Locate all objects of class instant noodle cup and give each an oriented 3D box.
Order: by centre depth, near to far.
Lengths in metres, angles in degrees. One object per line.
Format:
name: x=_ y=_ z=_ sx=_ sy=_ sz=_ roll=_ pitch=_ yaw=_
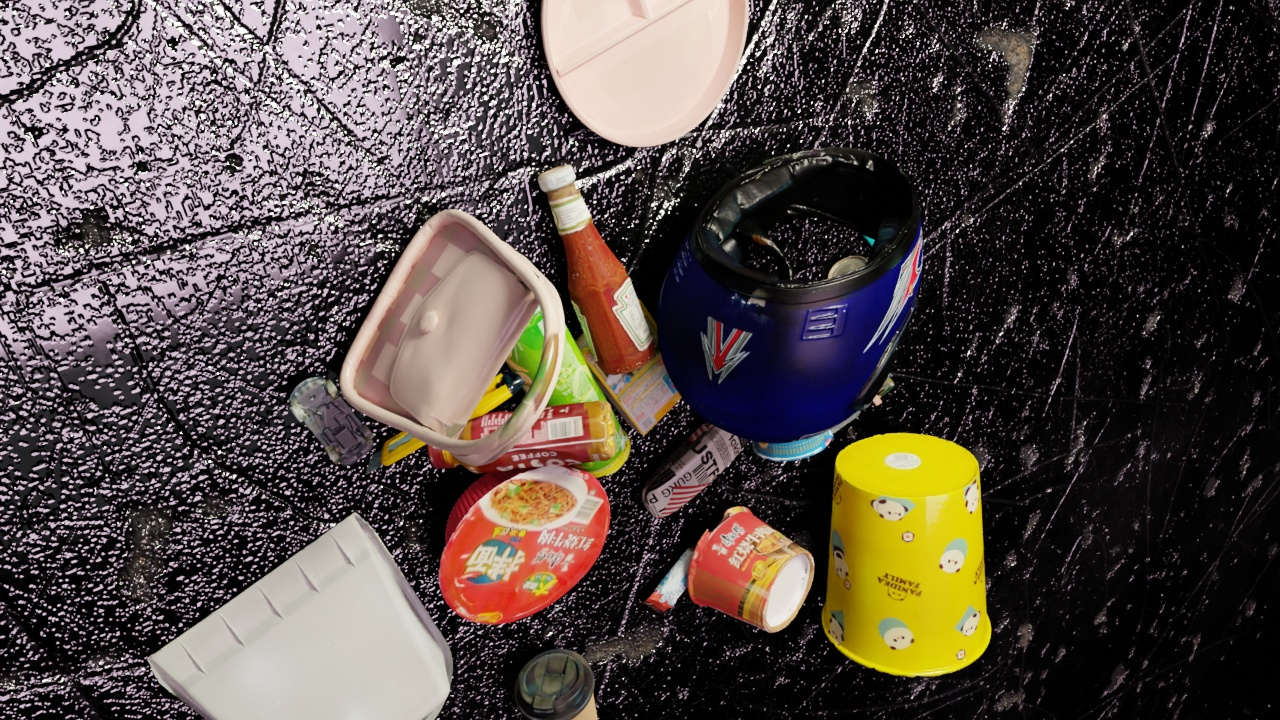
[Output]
instant noodle cup: x=-0.127 y=0.175 z=0.945 sx=0.193 sy=0.066 sz=0.194 roll=-19 pitch=128 yaw=-26
instant noodle cup: x=0.174 y=0.049 z=1.103 sx=0.099 sy=0.099 sz=0.110 roll=-24 pitch=114 yaw=-25
instant noodle cup: x=0.143 y=0.267 z=1.145 sx=0.137 sy=0.109 sz=0.138 roll=-26 pitch=127 yaw=-41

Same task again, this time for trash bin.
trash bin: x=0.359 y=0.252 z=1.250 sx=0.229 sy=0.230 sz=0.255 roll=-19 pitch=114 yaw=-29

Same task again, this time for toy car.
toy car: x=-0.274 y=0.053 z=0.814 sx=0.043 sy=0.034 sz=0.090 roll=-38 pitch=125 yaw=-13

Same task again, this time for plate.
plate: x=0.005 y=-0.316 z=0.853 sx=0.229 sy=0.028 sz=0.230 roll=-15 pitch=118 yaw=-31

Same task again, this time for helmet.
helmet: x=0.157 y=-0.053 z=0.953 sx=0.314 sy=0.247 sz=0.241 roll=-44 pitch=148 yaw=-39

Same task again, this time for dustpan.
dustpan: x=-0.307 y=0.316 z=0.925 sx=0.222 sy=0.143 sz=0.258 roll=-36 pitch=98 yaw=-18

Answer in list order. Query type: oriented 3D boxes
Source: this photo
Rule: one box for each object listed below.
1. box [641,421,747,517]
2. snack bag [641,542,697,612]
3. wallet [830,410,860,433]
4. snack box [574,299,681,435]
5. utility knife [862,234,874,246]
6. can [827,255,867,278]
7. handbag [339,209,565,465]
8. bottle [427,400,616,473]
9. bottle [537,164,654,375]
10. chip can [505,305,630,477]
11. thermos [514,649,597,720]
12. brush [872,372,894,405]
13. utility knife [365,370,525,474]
box: x=0.069 y=0.123 z=1.085 sx=0.164 sy=0.051 sz=0.068 roll=-44 pitch=149 yaw=-12
snack bag: x=0.047 y=0.273 z=1.150 sx=0.104 sy=0.026 sz=0.048 roll=-51 pitch=139 yaw=-8
wallet: x=0.241 y=0.055 z=1.198 sx=0.120 sy=0.019 sz=0.097 roll=-28 pitch=123 yaw=-25
snack box: x=-0.006 y=0.006 z=0.988 sx=0.086 sy=0.034 sz=0.140 roll=-45 pitch=131 yaw=-11
utility knife: x=0.289 y=-0.155 z=1.140 sx=0.218 sy=0.013 sz=0.029 roll=39 pitch=84 yaw=-38
can: x=0.284 y=-0.068 z=1.150 sx=0.053 sy=0.053 sz=0.133 roll=-48 pitch=130 yaw=-9
handbag: x=-0.137 y=-0.006 z=0.754 sx=0.093 sy=0.234 sz=0.193 roll=30 pitch=91 yaw=-42
bottle: x=-0.113 y=0.075 z=0.873 sx=0.175 sy=0.057 sz=0.057 roll=-6 pitch=120 yaw=7
bottle: x=-0.046 y=-0.086 z=0.884 sx=0.059 sy=0.060 sz=0.206 roll=-29 pitch=110 yaw=-22
chip can: x=-0.082 y=0.022 z=0.914 sx=0.072 sy=0.072 sz=0.221 roll=-38 pitch=128 yaw=-16
thermos: x=-0.091 y=0.409 z=1.076 sx=0.093 sy=0.093 sz=0.143 roll=-30 pitch=132 yaw=-22
brush: x=0.252 y=-0.004 z=1.144 sx=0.073 sy=0.063 sz=0.145 roll=-37 pitch=119 yaw=12
utility knife: x=-0.186 y=0.057 z=0.861 sx=0.171 sy=0.033 sz=0.015 roll=-31 pitch=133 yaw=-2
